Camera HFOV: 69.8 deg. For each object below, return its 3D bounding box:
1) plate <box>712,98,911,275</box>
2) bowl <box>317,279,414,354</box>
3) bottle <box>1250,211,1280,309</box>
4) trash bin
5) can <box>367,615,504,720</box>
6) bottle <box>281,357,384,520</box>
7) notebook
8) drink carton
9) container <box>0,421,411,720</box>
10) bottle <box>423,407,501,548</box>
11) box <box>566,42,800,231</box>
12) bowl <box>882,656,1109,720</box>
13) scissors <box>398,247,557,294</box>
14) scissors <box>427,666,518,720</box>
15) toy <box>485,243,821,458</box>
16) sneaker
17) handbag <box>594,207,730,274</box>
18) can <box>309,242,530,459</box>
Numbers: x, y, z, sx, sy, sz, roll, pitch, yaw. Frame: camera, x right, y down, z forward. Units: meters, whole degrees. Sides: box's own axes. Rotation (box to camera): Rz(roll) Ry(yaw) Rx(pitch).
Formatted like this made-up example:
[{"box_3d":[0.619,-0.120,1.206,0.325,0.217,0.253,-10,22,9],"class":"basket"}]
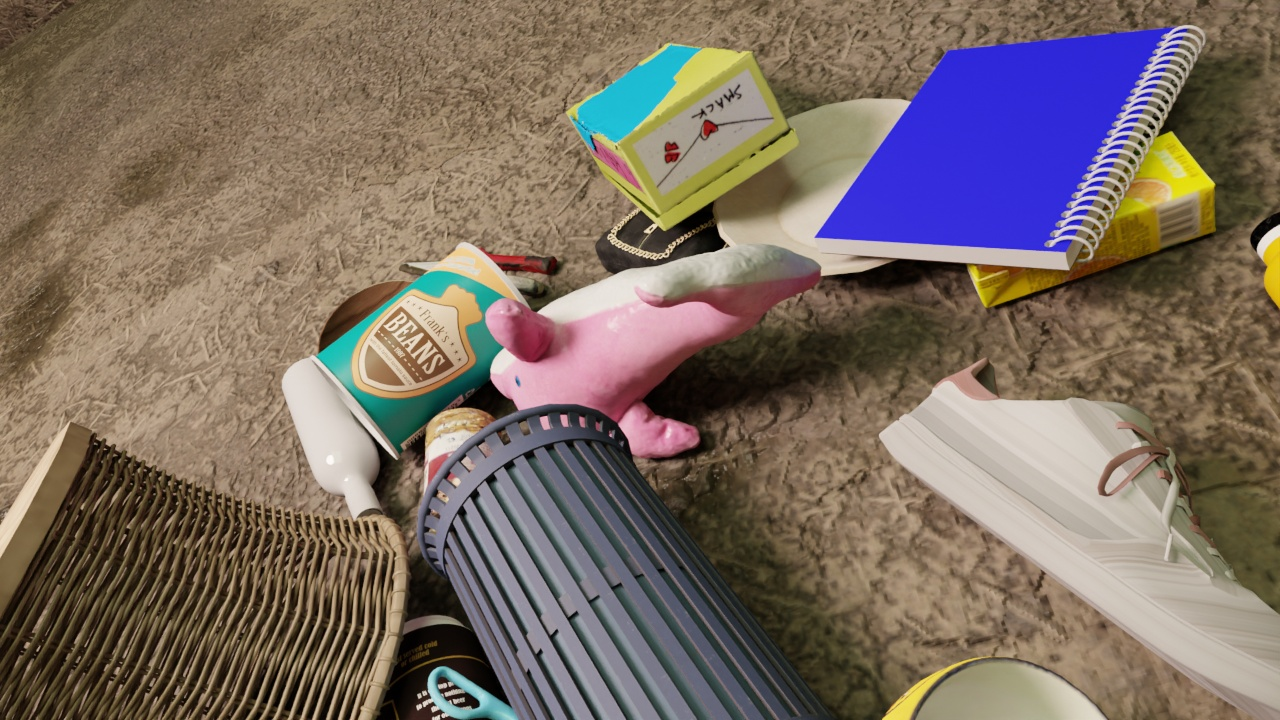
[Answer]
[{"box_3d":[0.147,-0.121,0.664,0.189,0.027,0.188,-12,47,13],"class":"plate"},{"box_3d":[-0.215,-0.012,0.793,0.119,0.032,0.119,-3,59,5],"class":"bowl"},{"box_3d":[0.350,-0.018,0.449,0.043,0.043,0.143,-21,46,16],"class":"bottle"},{"box_3d":[-0.008,0.148,0.470,0.139,0.139,0.249,-40,45,-3],"class":"trash bin"},{"box_3d":[-0.110,0.215,0.524,0.072,0.072,0.128,-38,44,-1],"class":"can"},{"box_3d":[-0.246,0.068,0.746,0.052,0.052,0.195,-40,44,-3],"class":"bottle"},{"box_3d":[0.235,-0.139,0.588,0.172,0.022,0.208,12,55,45],"class":"notebook"},{"box_3d":[0.265,-0.084,0.559,0.135,0.043,0.058,-20,44,16],"class":"drink carton"},{"box_3d":[-0.280,0.163,0.534,0.228,0.196,0.226,-38,35,33],"class":"container"},{"box_3d":[-0.125,0.089,0.649,0.056,0.056,0.105,-24,45,13],"class":"bottle"},{"box_3d":[0.023,-0.188,0.733,0.124,0.079,0.221,-34,23,-2],"class":"box"},{"box_3d":[0.141,0.188,0.377,0.117,0.068,0.117,9,59,-15],"class":"bowl"},{"box_3d":[-0.153,-0.088,0.845,0.140,0.015,0.189,-40,44,-1],"class":"scissors"},{"box_3d":[-0.062,0.196,0.501,0.139,0.118,0.015,44,116,53],"class":"scissors"},{"box_3d":[-0.004,0.004,0.605,0.266,0.186,0.127,-23,80,44],"class":"toy"},{"box_3d":[0.220,0.066,0.423,0.089,0.099,0.236,-53,42,4],"class":"sneaker"},{"box_3d":[0.025,-0.091,0.718,0.129,0.054,0.079,18,55,44],"class":"handbag"},{"box_3d":[-0.163,-0.008,0.708,0.143,0.099,0.099,-41,43,-17],"class":"can"}]
